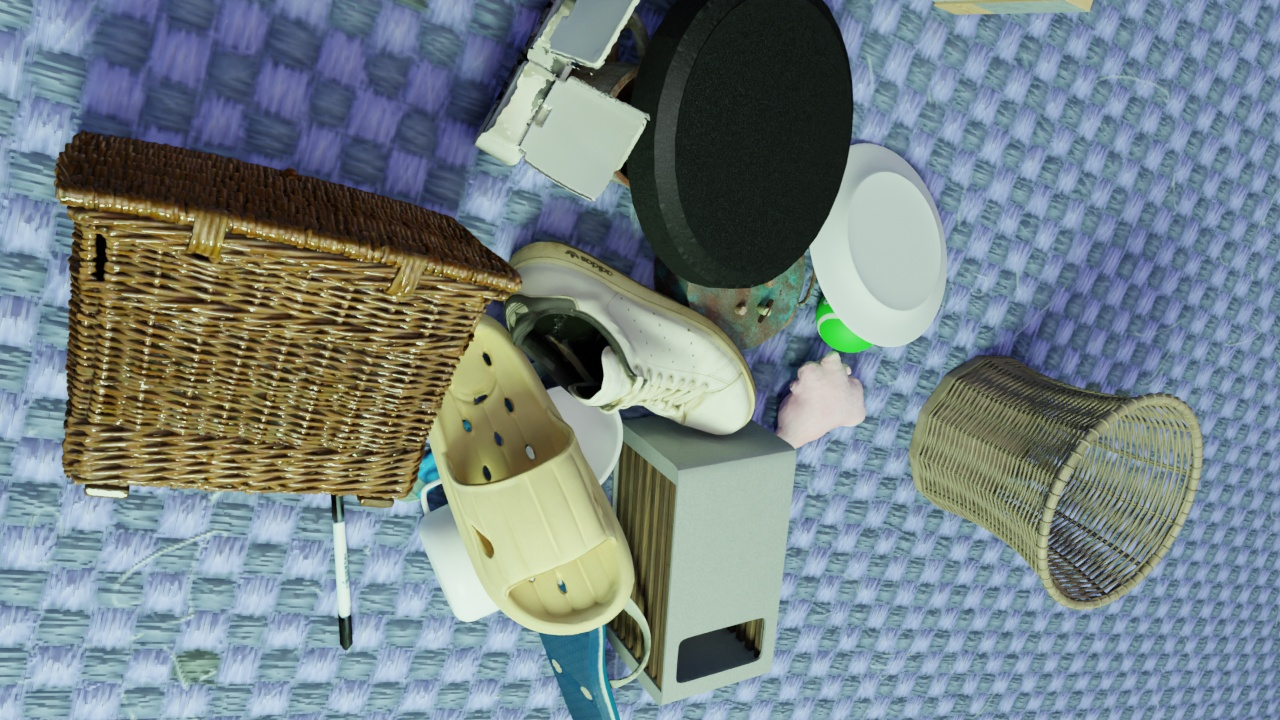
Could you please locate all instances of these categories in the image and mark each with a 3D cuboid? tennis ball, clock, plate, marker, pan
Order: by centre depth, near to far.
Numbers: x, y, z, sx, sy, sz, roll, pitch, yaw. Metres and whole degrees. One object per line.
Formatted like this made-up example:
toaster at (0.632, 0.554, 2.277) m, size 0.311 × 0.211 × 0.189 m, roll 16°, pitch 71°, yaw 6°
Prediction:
pan at (0.084, -0.223, 0.639) m, size 0.224 × 0.034 × 0.357 m, roll -14°, pitch 114°, yaw -42°
marker at (-0.239, 0.166, 0.733) m, size 0.011 × 0.011 × 0.152 m, roll -7°, pitch 111°, yaw -27°
clock at (0.095, -0.073, 0.790) m, size 0.157 × 0.073 × 0.121 m, roll -2°, pitch 109°, yaw -29°
plate at (0.227, -0.107, 0.838) m, size 0.188 × 0.016 × 0.188 m, roll 5°, pitch 82°, yaw -34°
tennis ball at (0.198, -0.040, 0.862) m, size 0.065 × 0.065 × 0.065 m, roll -10°, pitch 112°, yaw -26°

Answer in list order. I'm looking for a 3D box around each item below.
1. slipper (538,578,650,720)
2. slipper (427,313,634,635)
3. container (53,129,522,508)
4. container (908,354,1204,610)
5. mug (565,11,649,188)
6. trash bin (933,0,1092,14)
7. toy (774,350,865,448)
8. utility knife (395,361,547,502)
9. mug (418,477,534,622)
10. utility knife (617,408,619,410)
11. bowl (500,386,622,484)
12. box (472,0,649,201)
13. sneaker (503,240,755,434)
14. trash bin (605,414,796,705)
slipper at (-0.046, 0.235, 0.809) m, size 0.060 × 0.118 × 0.295 m, roll -30°, pitch 126°, yaw -32°
slipper at (-0.095, 0.080, 0.669) m, size 0.111 × 0.079 × 0.261 m, roll -25°, pitch 82°, yaw -7°
container at (-0.237, -0.018, 0.584) m, size 0.249 × 0.162 × 0.183 m, roll 10°, pitch 108°, yaw -31°
container at (0.423, 0.111, 0.962) m, size 0.226 × 0.196 × 0.227 m, roll -10°, pitch 112°, yaw -26°
mug at (-0.012, -0.190, 0.670) m, size 0.096 × 0.110 × 0.123 m, roll -14°, pitch 113°, yaw -30°
trash bin at (0.236, -0.378, 0.713) m, size 0.246 × 0.142 × 0.142 m, roll 6°, pitch 105°, yaw -30°
toy at (0.173, 0.037, 0.886) m, size 0.102 × 0.050 × 0.093 m, roll -23°, pitch 120°, yaw -16°
utility knife at (-0.126, 0.047, 0.749) m, size 0.195 × 0.015 × 0.031 m, roll -45°, pitch 128°, yaw -9°
mug at (-0.136, 0.146, 0.736) m, size 0.068 × 0.094 × 0.115 m, roll -23°, pitch 95°, yaw -18°
utility knife at (-0.024, -0.008, 0.785) m, size 0.022 × 0.015 × 0.118 m, roll -10°, pitch 115°, yaw -18°
bowl at (-0.073, 0.065, 0.768) m, size 0.109 × 0.040 × 0.110 m, roll -11°, pitch 114°, yaw -26°
box at (-0.050, -0.188, 0.603) m, size 0.065 × 0.186 × 0.145 m, roll 25°, pitch 101°, yaw -36°
sneaker at (-0.004, 0.004, 0.718) m, size 0.241 × 0.102 × 0.089 m, roll 32°, pitch 127°, yaw -21°
trash bin at (0.049, 0.171, 0.829) m, size 0.114 × 0.114 × 0.229 m, roll -6°, pitch 111°, yaw -27°
